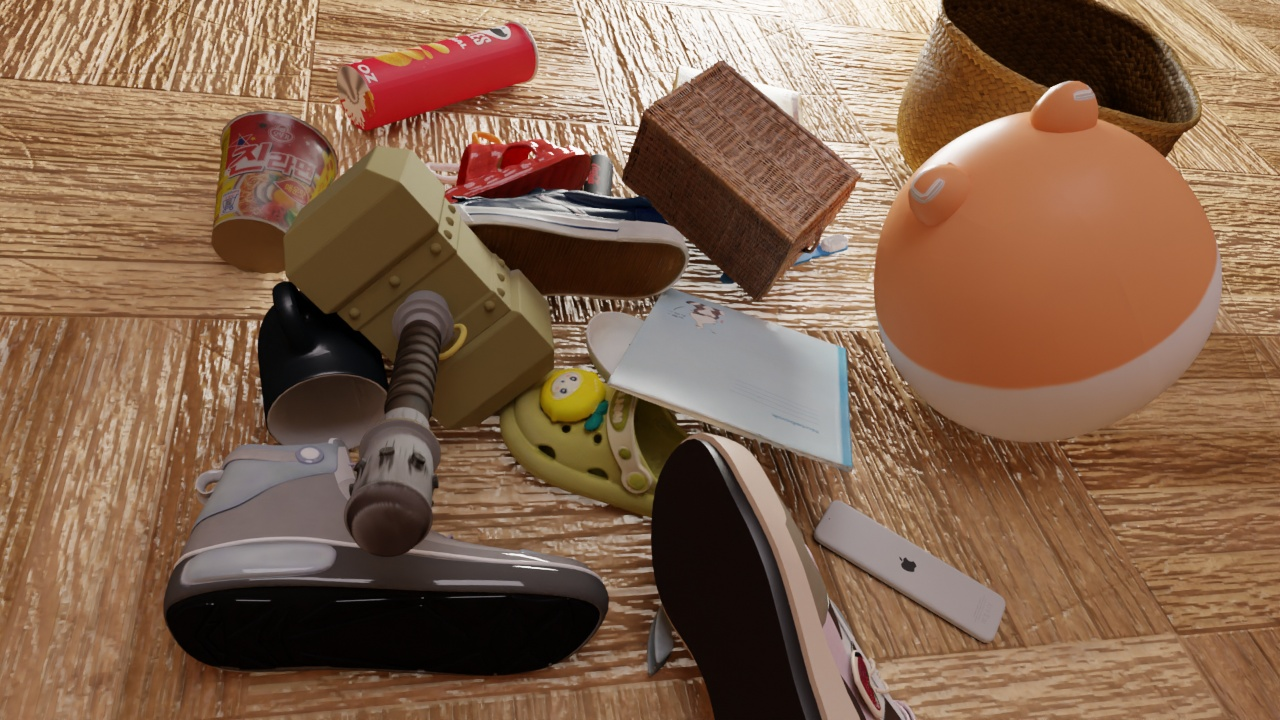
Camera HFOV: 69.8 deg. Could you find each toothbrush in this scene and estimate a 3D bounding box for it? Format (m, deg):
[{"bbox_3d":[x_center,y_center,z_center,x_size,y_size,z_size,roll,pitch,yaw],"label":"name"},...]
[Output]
[{"bbox_3d":[0.149,-0.104,0.933,0.166,0.014,0.016,-18,53,-29],"label":"toothbrush"}]

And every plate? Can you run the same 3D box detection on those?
[{"bbox_3d":[-0.005,0.004,0.760,0.104,0.026,0.104,26,33,-19],"label":"plate"}]

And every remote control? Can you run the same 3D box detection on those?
[{"bbox_3d":[0.202,0.157,0.691,0.147,0.008,0.045,30,46,15],"label":"remote control"}]

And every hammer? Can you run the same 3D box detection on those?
[{"bbox_3d":[-0.137,0.003,0.555,0.190,0.101,0.324,49,11,-26],"label":"hammer"}]

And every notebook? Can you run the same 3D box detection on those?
[{"bbox_3d":[0.084,0.004,0.746,0.181,0.009,0.252,20,22,4],"label":"notebook"}]

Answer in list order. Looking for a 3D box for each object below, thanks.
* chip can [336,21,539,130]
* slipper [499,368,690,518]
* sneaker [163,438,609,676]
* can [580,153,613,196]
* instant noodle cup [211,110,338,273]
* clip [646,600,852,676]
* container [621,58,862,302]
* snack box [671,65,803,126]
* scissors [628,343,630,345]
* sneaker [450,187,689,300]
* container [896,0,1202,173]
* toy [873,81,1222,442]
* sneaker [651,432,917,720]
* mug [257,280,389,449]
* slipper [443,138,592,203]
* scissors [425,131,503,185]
[{"bbox_3d":[-0.215,-0.312,0.997,0.069,0.069,0.219,40,49,23],"label":"chip can"},{"bbox_3d":[-0.014,0.057,0.680,0.190,0.082,0.091,24,47,5],"label":"slipper"},{"bbox_3d":[-0.153,0.113,0.588,0.256,0.093,0.160,4,37,-14],"label":"sneaker"},{"bbox_3d":[-0.045,-0.177,0.937,0.031,0.032,0.080,9,44,-7],"label":"can"},{"bbox_3d":[-0.317,-0.139,0.784,0.100,0.101,0.112,5,52,-11],"label":"instant noodle cup"},{"bbox_3d":[0.097,0.180,0.628,0.164,0.031,0.168,32,48,13],"label":"clip"},{"bbox_3d":[0.093,-0.172,0.870,0.198,0.114,0.112,44,66,10],"label":"container"},{"bbox_3d":[0.105,-0.248,1.034,0.153,0.055,0.206,11,44,-4],"label":"snack box"},{"bbox_3d":[0.066,0.007,0.782,0.119,0.019,0.150,42,36,15],"label":"scissors"},{"bbox_3d":[-0.110,-0.113,0.790,0.294,0.121,0.127,-6,53,-27],"label":"sneaker"},{"bbox_3d":[0.456,-0.290,1.077,0.307,0.197,0.306,9,45,-9],"label":"container"},{"bbox_3d":[0.322,-0.079,0.763,0.263,0.281,0.265,-32,39,1],"label":"toy"},{"bbox_3d":[0.103,0.176,0.554,0.116,0.112,0.293,2,56,-36],"label":"sneaker"},{"bbox_3d":[-0.232,-0.006,0.651,0.085,0.122,0.094,-19,51,-9],"label":"mug"},{"bbox_3d":[-0.149,-0.152,0.834,0.248,0.104,0.059,-28,73,-33],"label":"slipper"},{"bbox_3d":[-0.162,-0.198,0.941,0.131,0.011,0.125,-11,49,-23],"label":"scissors"}]
